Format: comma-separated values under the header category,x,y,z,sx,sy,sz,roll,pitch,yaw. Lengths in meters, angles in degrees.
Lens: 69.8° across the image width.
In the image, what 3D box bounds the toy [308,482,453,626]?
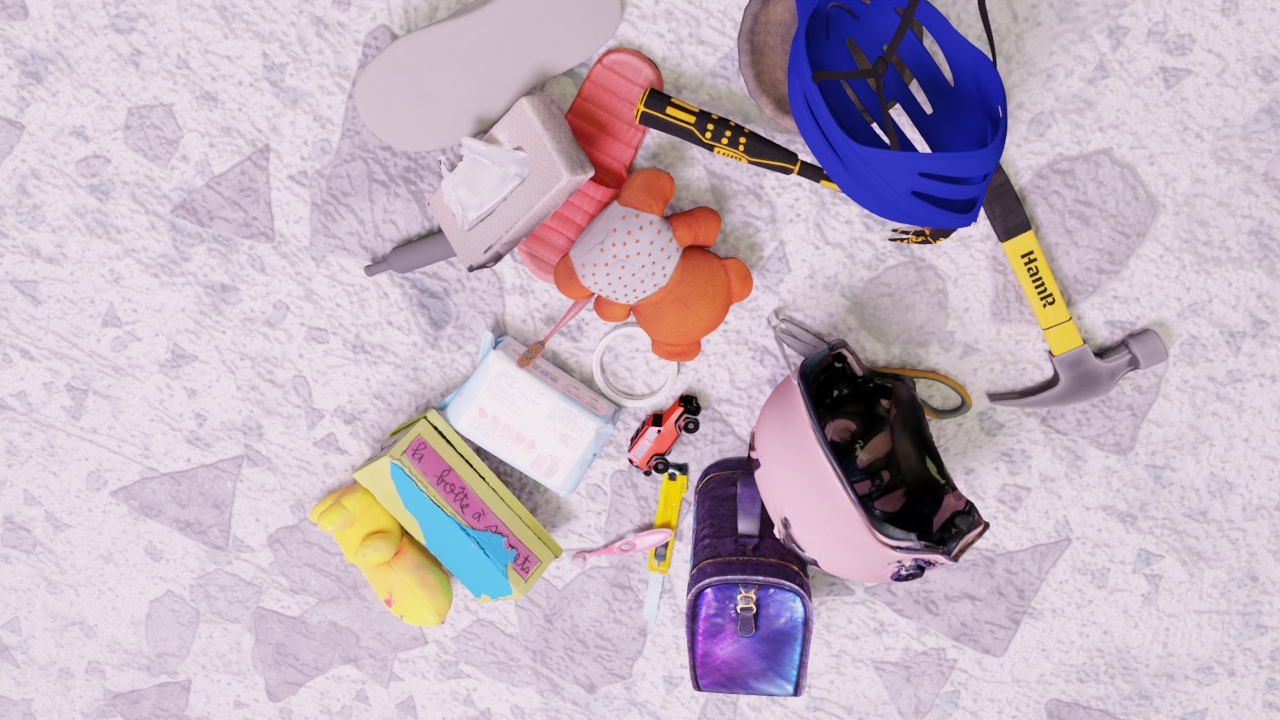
category,x,y,z,sx,sy,sz,roll,pitch,yaw
toy,-0.296,0.225,1.076,0.087,0.135,0.194,-42,98,-26

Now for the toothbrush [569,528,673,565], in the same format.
category,x,y,z,sx,sy,sz,roll,pitch,yaw
toothbrush,-0.024,0.218,1.068,0.135,0.016,0.021,-20,95,22

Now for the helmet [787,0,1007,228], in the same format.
category,x,y,z,sx,sy,sz,roll,pitch,yaw
helmet,0.216,-0.218,0.704,0.147,0.228,0.241,-40,91,-16

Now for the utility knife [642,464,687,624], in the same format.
category,x,y,z,sx,sy,sz,roll,pitch,yaw
utility knife,0.027,0.218,1.073,0.030,0.019,0.219,13,114,12

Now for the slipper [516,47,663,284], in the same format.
category,x,y,z,sx,sy,sz,roll,pitch,yaw
slipper,-0.058,-0.187,0.909,0.103,0.059,0.249,25,110,-3

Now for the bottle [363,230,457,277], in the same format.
category,x,y,z,sx,sy,sz,roll,pitch,yaw
bottle,-0.242,-0.111,0.974,0.113,0.030,0.030,-17,107,13

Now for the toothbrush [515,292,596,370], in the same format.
category,x,y,z,sx,sy,sz,roll,pitch,yaw
toothbrush,-0.062,-0.059,0.948,0.015,0.016,0.184,44,88,0

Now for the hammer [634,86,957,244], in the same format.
category,x,y,z,sx,sy,sz,roll,pitch,yaw
hammer,0.145,-0.182,0.863,0.320,0.123,0.036,22,78,1

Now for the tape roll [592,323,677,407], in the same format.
category,x,y,z,sx,sy,sz,roll,pitch,yaw
tape roll,-0.006,0.006,0.997,0.093,0.013,0.093,2,110,6

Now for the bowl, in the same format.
category,x,y,z,sx,sy,sz,roll,pitch,yaw
bowl,0.170,-0.289,0.836,0.162,0.070,0.162,2,110,6

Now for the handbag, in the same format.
category,x,y,z,sx,sy,sz,roll,pitch,yaw
handbag,0.113,0.218,0.964,0.125,0.204,0.222,1,116,6

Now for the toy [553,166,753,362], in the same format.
category,x,y,z,sx,sy,sz,roll,pitch,yaw
toy,0.017,-0.087,0.909,0.172,0.092,0.164,37,106,-20

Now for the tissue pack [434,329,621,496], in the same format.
category,x,y,z,sx,sy,sz,roll,pitch,yaw
tissue pack,-0.121,0.057,1.002,0.182,0.069,0.112,33,110,-3

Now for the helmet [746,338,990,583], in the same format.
category,x,y,z,sx,sy,sz,roll,pitch,yaw
helmet,0.196,0.108,0.878,0.153,0.255,0.230,-35,67,31

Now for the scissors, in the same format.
category,x,y,z,sx,sy,sz,roll,pitch,yaw
scissors,0.244,0.014,0.968,0.228,0.016,0.134,41,111,-9

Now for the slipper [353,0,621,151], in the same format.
category,x,y,z,sx,sy,sz,roll,pitch,yaw
slipper,-0.146,-0.298,0.878,0.266,0.080,0.113,-31,125,2

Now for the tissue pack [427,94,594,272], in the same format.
category,x,y,z,sx,sy,sz,roll,pitch,yaw
tissue pack,-0.138,-0.169,0.885,0.182,0.071,0.104,-32,87,42

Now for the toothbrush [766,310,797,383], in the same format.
category,x,y,z,sx,sy,sz,roll,pitch,yaw
toothbrush,0.138,-0.016,0.882,0.010,0.181,0.010,32,107,-11

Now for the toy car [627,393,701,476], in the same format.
category,x,y,z,sx,sy,sz,roll,pitch,yaw
toy car,0.026,0.079,1.000,0.049,0.051,0.100,32,111,-7

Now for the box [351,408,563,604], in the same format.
category,x,y,z,sx,sy,sz,roll,pitch,yaw
box,-0.203,0.168,1.022,0.221,0.081,0.125,47,144,-12

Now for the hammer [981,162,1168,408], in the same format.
category,x,y,z,sx,sy,sz,roll,pitch,yaw
hammer,0.378,-0.096,0.906,0.170,0.034,0.324,-26,104,16
